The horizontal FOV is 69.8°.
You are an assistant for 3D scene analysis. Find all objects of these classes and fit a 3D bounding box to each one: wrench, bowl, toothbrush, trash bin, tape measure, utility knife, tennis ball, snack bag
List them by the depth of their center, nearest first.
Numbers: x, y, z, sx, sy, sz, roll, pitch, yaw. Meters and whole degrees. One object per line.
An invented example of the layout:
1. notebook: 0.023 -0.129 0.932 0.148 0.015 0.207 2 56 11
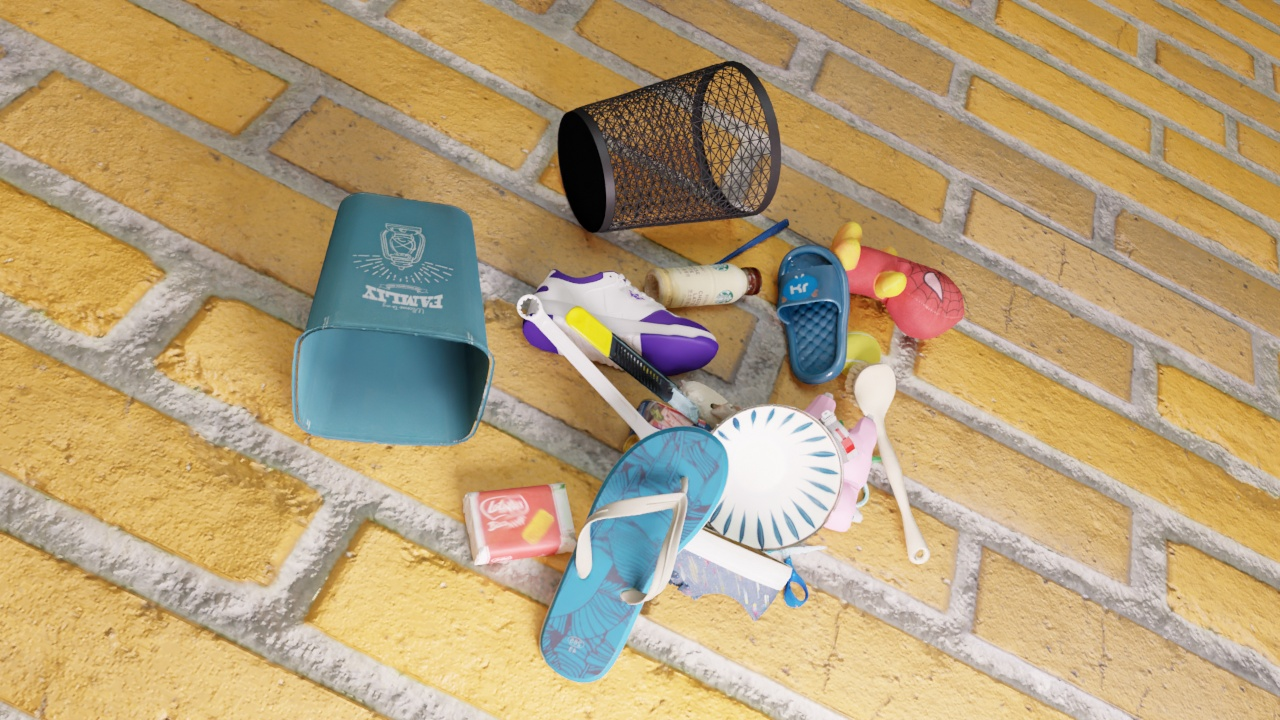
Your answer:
1. snack bag: -0.131 0.178 1.003 0.115 0.036 0.077 -3 61 -22
2. trash bin: -0.268 -0.050 1.011 0.196 0.200 0.218 6 50 -18
3. wrench: -0.050 0.024 1.073 0.047 0.009 0.273 -43 81 -1
4. tape measure: 0.227 0.094 1.086 0.020 0.060 0.062 -32 79 -15
5. bowl: 0.146 0.131 1.090 0.177 0.071 0.177 -1 100 -3
6. utility knife: -0.006 0.006 1.091 0.203 0.020 0.029 40 95 -3
7. trash bin: 0.030 -0.280 1.259 0.242 0.217 0.216 -16 66 -21
8. tennis ball: 0.297 -0.008 1.262 0.065 0.065 0.065 10 56 -15
9. toothbrush: 0.158 -0.164 1.342 0.189 0.016 0.017 -34 83 -34

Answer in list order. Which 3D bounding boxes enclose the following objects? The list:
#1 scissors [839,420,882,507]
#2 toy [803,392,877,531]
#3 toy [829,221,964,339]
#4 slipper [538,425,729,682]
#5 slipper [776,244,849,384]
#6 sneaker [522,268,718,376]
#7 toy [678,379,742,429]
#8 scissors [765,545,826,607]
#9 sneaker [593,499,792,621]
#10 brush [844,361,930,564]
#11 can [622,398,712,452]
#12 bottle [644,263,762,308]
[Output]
1. scissors: 0.266 0.135 1.193 0.125 0.011 0.131 0 61 -19
2. toy: 0.234 0.129 1.141 0.123 0.067 0.157 26 65 3
3. toy: 0.369 -0.111 1.333 0.216 0.099 0.147 31 37 1
4. slipper: -0.013 0.192 0.949 0.118 0.060 0.294 28 81 14
5. slipper: 0.236 -0.069 1.257 0.059 0.104 0.213 35 45 -51
6. sneaker: -0.022 -0.057 1.163 0.244 0.092 0.111 11 55 -6
7. toy: 0.084 0.057 1.134 0.087 0.050 0.112 38 3 -32
8. scissors: 0.171 0.235 1.095 0.127 0.014 0.133 -1 55 -26
9. sneaker: 0.049 0.220 1.022 0.235 0.087 0.079 23 86 0
10. brush: 0.323 0.126 1.182 0.062 0.077 0.272 -10 72 -1
11. can: 0.034 0.095 1.107 0.100 0.054 0.058 24 52 -5
12. bottle: 0.088 -0.103 1.250 0.161 0.057 0.056 -7 62 -24
